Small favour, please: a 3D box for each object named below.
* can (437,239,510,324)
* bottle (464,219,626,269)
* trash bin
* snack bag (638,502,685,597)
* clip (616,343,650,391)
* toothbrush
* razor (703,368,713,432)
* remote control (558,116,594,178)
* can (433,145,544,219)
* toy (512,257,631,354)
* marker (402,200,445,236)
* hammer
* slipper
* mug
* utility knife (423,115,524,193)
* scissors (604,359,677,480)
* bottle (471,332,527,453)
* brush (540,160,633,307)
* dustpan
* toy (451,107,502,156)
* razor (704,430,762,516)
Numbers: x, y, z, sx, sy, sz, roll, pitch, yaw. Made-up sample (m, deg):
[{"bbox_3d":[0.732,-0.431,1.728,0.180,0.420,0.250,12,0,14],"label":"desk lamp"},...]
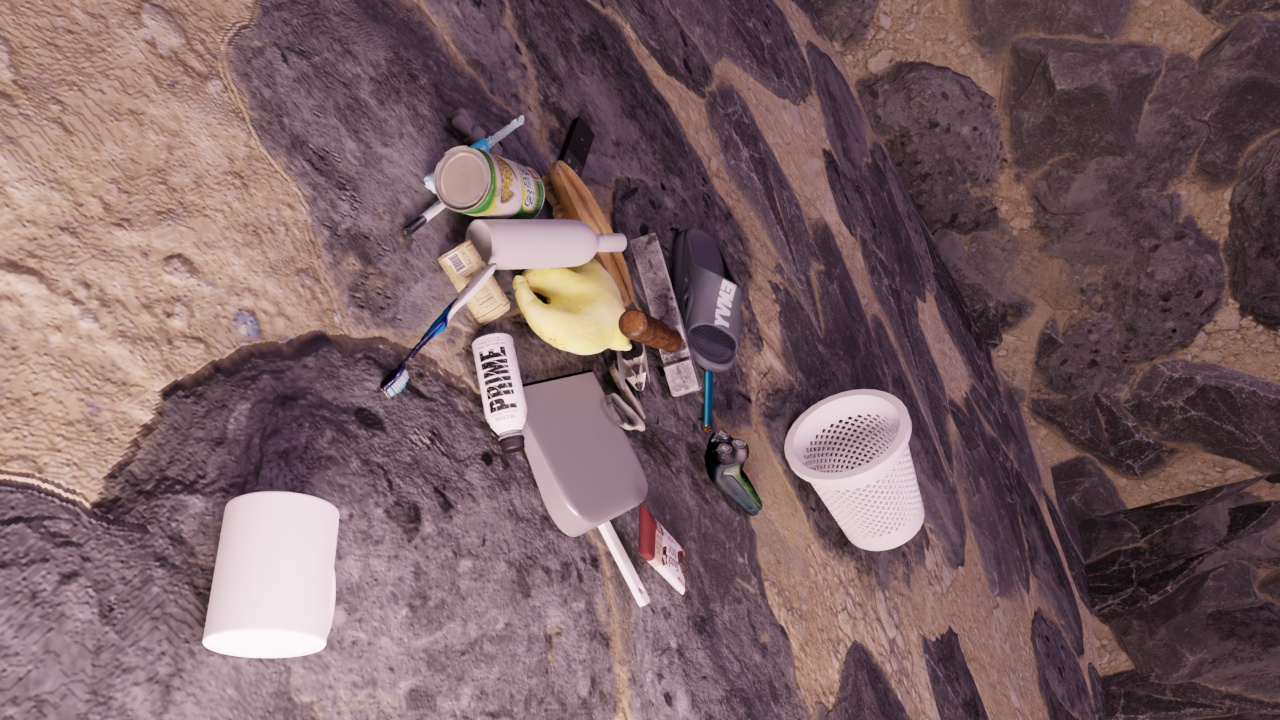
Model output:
[{"bbox_3d":[-0.166,-0.078,0.919,0.079,0.038,0.038,59,31,-14],"label":"can"},{"bbox_3d":[-0.094,-0.128,1.001,0.194,0.053,0.052,-8,76,-42],"label":"bottle"},{"bbox_3d":[0.355,0.185,1.450,0.200,0.196,0.195,60,29,-30],"label":"trash bin"},{"bbox_3d":[0.026,0.212,1.013,0.158,0.013,0.057,56,30,-52],"label":"snack bag"},{"bbox_3d":[-0.006,0.006,1.104,0.052,0.058,0.102,26,31,-23],"label":"clip"},{"bbox_3d":[-0.181,-0.033,0.848,0.017,0.016,0.188,60,43,-31],"label":"toothbrush"},{"bbox_3d":[0.096,0.038,1.282,0.042,0.022,0.143,26,51,-24],"label":"razor"},{"bbox_3d":[-0.087,-0.269,1.203,0.034,0.013,0.149,47,35,-31],"label":"remote control"},{"bbox_3d":[-0.155,-0.180,0.959,0.120,0.067,0.067,-5,74,-70],"label":"can"},{"bbox_3d":[-0.071,-0.063,1.035,0.155,0.065,0.170,39,32,-11],"label":"toy"},{"bbox_3d":[-0.204,-0.161,0.944,0.011,0.011,0.151,56,32,-18],"label":"marker"},{"bbox_3d":[0.008,-0.067,1.081,0.300,0.037,0.217,14,59,-79],"label":"hammer"},{"bbox_3d":[0.107,-0.100,1.312,0.110,0.084,0.267,26,44,-30],"label":"slipper"},{"bbox_3d":[-0.238,0.151,0.622,0.110,0.074,0.090,68,15,-59],"label":"mug"},{"bbox_3d":[-0.176,-0.230,0.992,0.178,0.015,0.022,-54,126,-42],"label":"utility knife"},{"bbox_3d":[-0.002,0.071,1.090,0.165,0.013,0.157,19,47,-67],"label":"scissors"},{"bbox_3d":[-0.134,0.033,0.891,0.041,0.041,0.116,11,61,-55],"label":"bottle"},{"bbox_3d":[-0.066,-0.151,1.126,0.195,0.043,0.059,63,31,-9],"label":"brush"},{"bbox_3d":[-0.046,0.138,0.975,0.162,0.033,0.257,-13,72,-61],"label":"dustpan"},{"bbox_3d":[-0.169,-0.235,1.031,0.111,0.030,0.049,46,24,-33],"label":"toy"},{"bbox_3d":[0.130,0.153,1.212,0.151,0.067,0.053,54,20,-36],"label":"razor"}]
